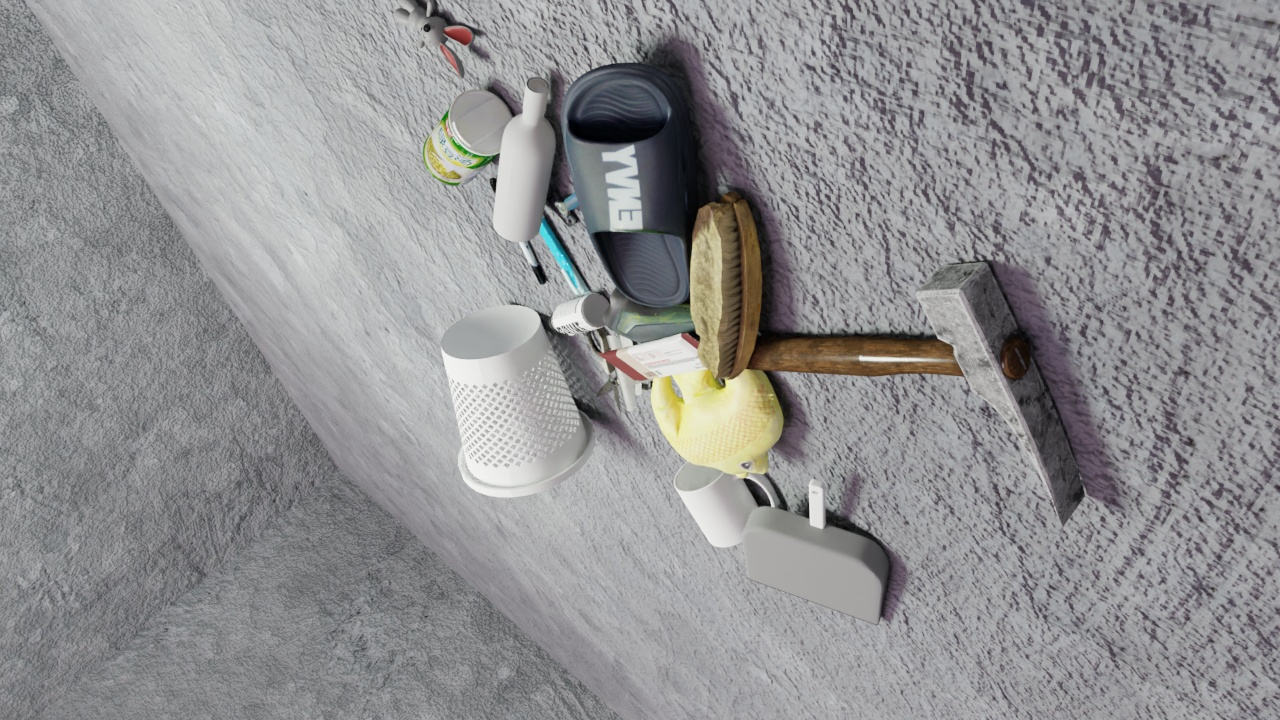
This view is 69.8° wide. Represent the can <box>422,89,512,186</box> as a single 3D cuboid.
[{"bbox_3d":[-0.183,-0.231,0.961,0.067,0.067,0.121,53,155,-12],"label":"can"}]

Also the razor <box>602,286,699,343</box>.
[{"bbox_3d":[0.023,-0.048,0.921,0.152,0.053,0.067,6,142,48],"label":"razor"}]

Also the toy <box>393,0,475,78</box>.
[{"bbox_3d":[-0.202,-0.323,0.901,0.112,0.030,0.049,40,126,20],"label":"toy"}]

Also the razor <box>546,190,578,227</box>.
[{"bbox_3d":[-0.058,-0.165,0.915,0.042,0.022,0.144,52,154,-12],"label":"razor"}]

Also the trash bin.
[{"bbox_3d":[-0.177,0.045,1.241,0.196,0.195,0.200,23,136,42],"label":"trash bin"}]

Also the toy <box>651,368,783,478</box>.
[{"bbox_3d":[0.083,0.057,0.960,0.171,0.064,0.155,-21,100,50],"label":"toy"}]

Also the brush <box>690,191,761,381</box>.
[{"bbox_3d":[0.074,-0.057,0.808,0.059,0.043,0.196,49,152,42],"label":"brush"}]

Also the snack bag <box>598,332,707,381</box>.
[{"bbox_3d":[0.019,-0.003,0.942,0.057,0.013,0.158,35,155,-25],"label":"snack bag"}]

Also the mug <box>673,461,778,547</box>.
[{"bbox_3d":[0.108,0.161,1.086,0.111,0.073,0.090,-15,118,34],"label":"mug"}]

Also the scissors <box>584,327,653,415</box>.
[{"bbox_3d":[-0.032,0.015,1.148,0.158,0.012,0.166,7,134,55],"label":"scissors"}]

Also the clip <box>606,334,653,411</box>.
[{"bbox_3d":[-0.006,0.006,1.064,0.058,0.052,0.102,40,149,58],"label":"clip"}]

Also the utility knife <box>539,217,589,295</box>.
[{"bbox_3d":[-0.106,-0.146,1.024,0.022,0.015,0.179,13,140,50],"label":"utility knife"}]

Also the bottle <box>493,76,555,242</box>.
[{"bbox_3d":[-0.113,-0.198,0.910,0.052,0.052,0.196,41,148,13],"label":"bottle"}]

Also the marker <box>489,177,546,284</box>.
[{"bbox_3d":[-0.144,-0.151,1.084,0.011,0.011,0.152,21,145,44],"label":"marker"}]

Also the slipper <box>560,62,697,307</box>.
[{"bbox_3d":[-0.009,-0.124,0.782,0.111,0.083,0.268,5,143,15],"label":"slipper"}]

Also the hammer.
[{"bbox_3d":[0.201,0.026,0.769,0.301,0.037,0.218,2,130,58],"label":"hammer"}]

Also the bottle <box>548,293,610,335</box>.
[{"bbox_3d":[-0.077,-0.052,1.087,0.041,0.041,0.116,54,154,-14],"label":"bottle"}]

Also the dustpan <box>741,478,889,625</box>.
[{"bbox_3d":[0.191,0.205,1.007,0.163,0.033,0.258,16,150,21],"label":"dustpan"}]
